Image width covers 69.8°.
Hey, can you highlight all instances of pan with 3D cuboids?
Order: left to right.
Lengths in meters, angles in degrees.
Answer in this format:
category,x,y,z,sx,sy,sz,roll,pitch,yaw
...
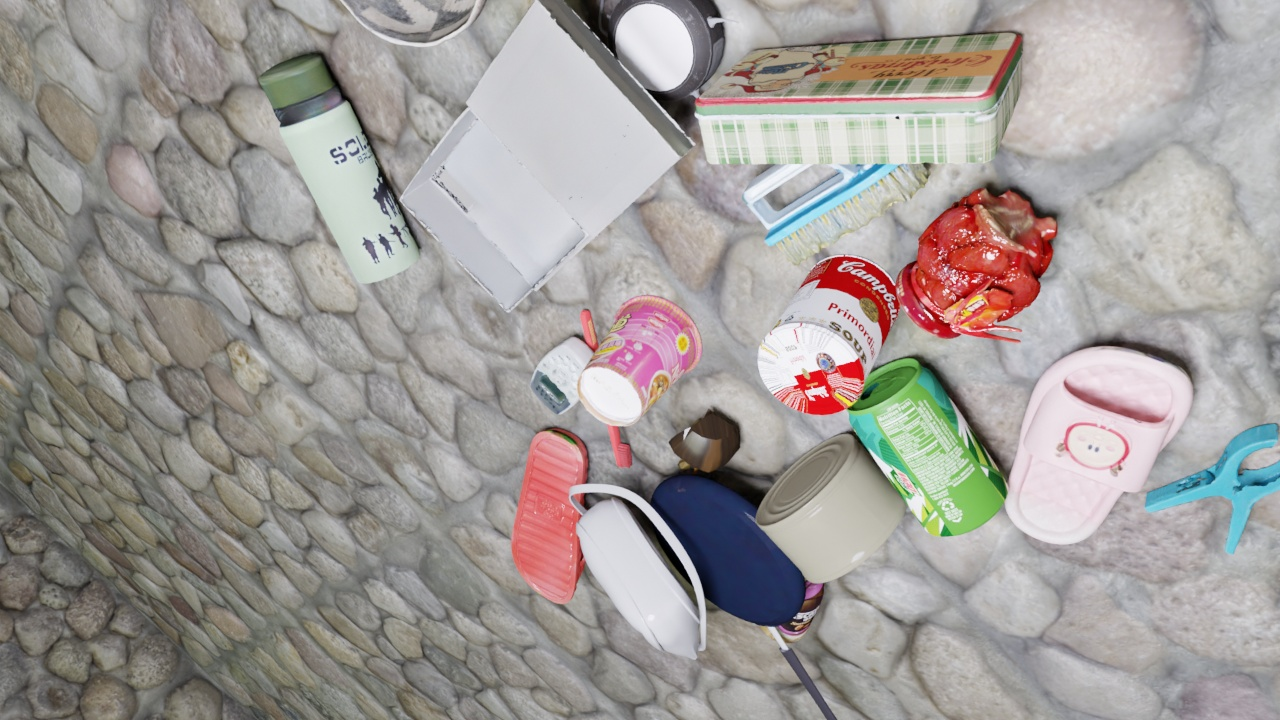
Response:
category,x,y,z,sx,sy,sz,roll,pitch,yaw
pan,0.129,0.273,1.001,0.199,0.021,0.356,-17,110,53

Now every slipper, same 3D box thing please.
category,x,y,z,sx,sy,sz,roll,pitch,yaw
slipper,-0.101,0.189,1.143,0.104,0.059,0.249,17,116,22
slipper,0.361,0.075,0.752,0.107,0.055,0.222,23,135,18

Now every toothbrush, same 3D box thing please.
category,x,y,z,sx,sy,sz,roll,pitch,yaw
toothbrush,-0.035,0.037,1.008,0.018,0.012,0.213,8,128,28

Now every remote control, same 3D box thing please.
category,x,y,z,sx,sy,sz,roll,pitch,yaw
remote control,-0.082,0.017,1.001,0.060,0.028,0.115,48,144,2

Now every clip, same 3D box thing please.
category,x,y,z,sx,sy,sz,roll,pitch,yaw
clip,0.459,0.093,0.725,0.102,0.026,0.120,28,135,8

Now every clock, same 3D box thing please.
category,x,y,z,sx,sy,sz,roll,pitch,yaw
clock,0.013,-0.253,0.721,0.123,0.043,0.091,26,134,13

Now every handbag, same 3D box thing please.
category,x,y,z,sx,sy,sz,roll,pitch,yaw
handbag,0.006,0.246,1.066,0.215,0.095,0.223,52,172,27

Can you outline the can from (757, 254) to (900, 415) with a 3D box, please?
category,x,y,z,sx,sy,sz,roll,pitch,yaw
can,0.158,-0.022,0.761,0.087,0.116,0.087,18,132,21

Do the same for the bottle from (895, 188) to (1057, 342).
category,x,y,z,sx,sy,sz,roll,pitch,yaw
bottle,0.252,-0.066,0.681,0.099,0.098,0.111,39,141,0

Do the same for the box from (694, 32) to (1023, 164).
category,x,y,z,sx,sy,sz,roll,pitch,yaw
box,0.150,-0.183,0.640,0.206,0.117,0.051,9,133,30

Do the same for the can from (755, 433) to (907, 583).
category,x,y,z,sx,sy,sz,roll,pitch,yaw
can,0.179,0.138,0.869,0.073,0.127,0.128,46,136,-5

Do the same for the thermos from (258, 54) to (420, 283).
category,x,y,z,sx,sy,sz,roll,pitch,yaw
thermos,-0.313,-0.199,0.957,0.082,0.082,0.231,-1,124,33

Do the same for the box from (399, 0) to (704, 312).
category,x,y,z,sx,sy,sz,roll,pitch,yaw
box,-0.082,-0.179,0.805,0.166,0.098,0.370,46,142,-8

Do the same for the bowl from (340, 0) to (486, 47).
category,x,y,z,sx,sy,sz,roll,pitch,yaw
bowl,-0.179,-0.353,0.739,0.178,0.081,0.179,17,132,20

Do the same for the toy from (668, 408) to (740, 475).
category,x,y,z,sx,sy,sz,roll,pitch,yaw
toy,0.065,0.095,0.963,0.076,0.062,0.100,0,144,-13

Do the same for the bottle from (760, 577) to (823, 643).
category,x,y,z,sx,sy,sz,roll,pitch,yaw
bottle,0.174,0.244,1.005,0.060,0.059,0.166,24,134,15

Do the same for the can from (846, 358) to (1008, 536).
category,x,y,z,sx,sy,sz,roll,pitch,yaw
can,0.249,0.076,0.803,0.083,0.082,0.144,-26,106,43

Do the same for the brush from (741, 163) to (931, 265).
category,x,y,z,sx,sy,sz,roll,pitch,yaw
brush,0.152,-0.137,0.716,0.075,0.055,0.136,47,135,-15

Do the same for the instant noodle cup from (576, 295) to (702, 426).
category,x,y,z,sx,sy,sz,roll,pitch,yaw
instant noodle cup,-0.005,0.005,0.895,0.098,0.108,0.098,17,132,20
